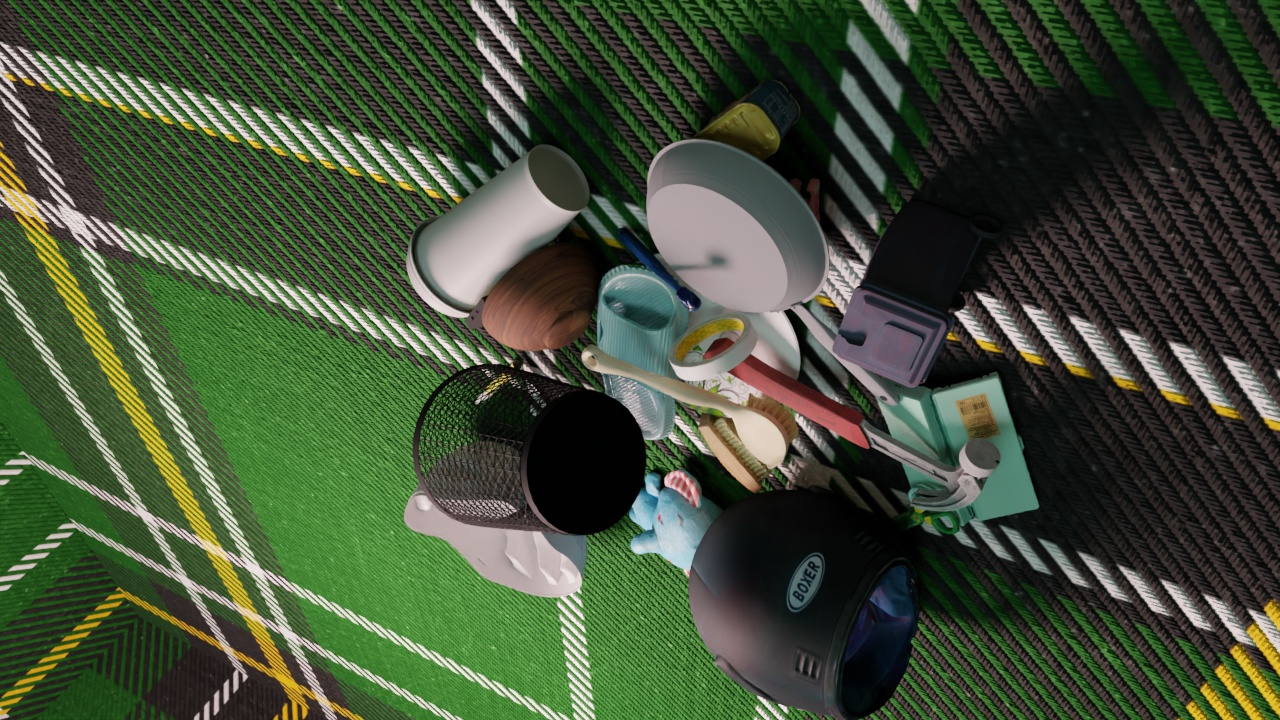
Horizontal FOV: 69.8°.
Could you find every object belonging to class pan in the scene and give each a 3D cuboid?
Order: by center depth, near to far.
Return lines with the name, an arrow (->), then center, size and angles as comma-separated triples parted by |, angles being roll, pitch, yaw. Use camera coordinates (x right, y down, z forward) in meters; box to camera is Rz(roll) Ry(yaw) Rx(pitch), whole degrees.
pan -> 0.135, -0.064, 0.890 | 0.356, 0.050, 0.201 | 47, 153, -16

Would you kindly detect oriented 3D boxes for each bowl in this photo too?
bowl -> -0.098, -0.056, 1.035 | 0.069, 0.147, 0.148 | 51, 144, 22

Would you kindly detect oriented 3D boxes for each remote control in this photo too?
remote control -> -0.139, -0.070, 1.077 | 0.058, 0.133, 0.013 | -42, 73, 47

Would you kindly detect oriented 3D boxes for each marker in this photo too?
marker -> -0.204, 0.033, 1.303 | 0.014, 0.014, 0.133 | 43, 139, -8

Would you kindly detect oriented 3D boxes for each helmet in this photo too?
helmet -> 0.188, 0.286, 1.112 | 0.236, 0.248, 0.316 | 19, 162, 35
helmet -> -0.197, 0.246, 1.367 | 0.282, 0.183, 0.225 | 47, 144, -2

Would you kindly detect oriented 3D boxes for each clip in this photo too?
clip -> 0.164, -0.150, 0.878 | 0.044, 0.023, 0.060 | -15, 112, 44

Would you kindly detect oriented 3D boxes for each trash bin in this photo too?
trash bin -> 0.240, -0.060, 0.800 | 0.092, 0.160, 0.094 | 24, 138, 14
trash bin -> -0.130, 0.114, 1.128 | 0.244, 0.216, 0.217 | 2, 130, 54

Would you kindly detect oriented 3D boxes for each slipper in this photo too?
slipper -> -0.006, 0.006, 1.055 | 0.116, 0.069, 0.277 | 22, 138, 22

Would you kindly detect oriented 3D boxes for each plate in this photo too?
plate -> 0.076, -0.032, 1.038 | 0.229, 0.030, 0.230 | 19, 136, 19

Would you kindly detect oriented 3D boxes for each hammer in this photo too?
hammer -> 0.209, 0.061, 0.973 | 0.316, 0.036, 0.126 | 29, 148, 15

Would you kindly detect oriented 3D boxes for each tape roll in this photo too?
tape roll -> 0.075, -0.015, 0.957 | 0.094, 0.093, 0.019 | -6, 124, 38

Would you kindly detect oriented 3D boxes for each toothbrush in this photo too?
toothbrush -> 0.014, -0.098, 0.941 | 0.017, 0.016, 0.190 | 43, -175, -38

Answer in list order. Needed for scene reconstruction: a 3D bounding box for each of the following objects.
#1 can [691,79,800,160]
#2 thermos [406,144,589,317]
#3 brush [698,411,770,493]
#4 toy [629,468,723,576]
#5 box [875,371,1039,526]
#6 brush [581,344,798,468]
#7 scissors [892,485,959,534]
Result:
can -> 0.092, -0.208, 0.841 | 0.100, 0.058, 0.054 | -26, 111, 45
thermos -> -0.158, -0.146, 1.032 | 0.223, 0.131, 0.131 | -32, 107, 39
brush -> 0.118, 0.106, 1.126 | 0.039, 0.049, 0.117 | -33, 106, 24
toy -> 0.037, 0.226, 1.257 | 0.181, 0.114, 0.183 | 12, 125, 42
box -> 0.334, 0.097, 0.973 | 0.138, 0.056, 0.187 | -1, 128, 43
brush -> 0.057, 0.041, 0.993 | 0.272, 0.077, 0.062 | 25, 132, -21
scissors -> 0.314, 0.173, 1.052 | 0.071, 0.014, 0.131 | 50, 161, 2
